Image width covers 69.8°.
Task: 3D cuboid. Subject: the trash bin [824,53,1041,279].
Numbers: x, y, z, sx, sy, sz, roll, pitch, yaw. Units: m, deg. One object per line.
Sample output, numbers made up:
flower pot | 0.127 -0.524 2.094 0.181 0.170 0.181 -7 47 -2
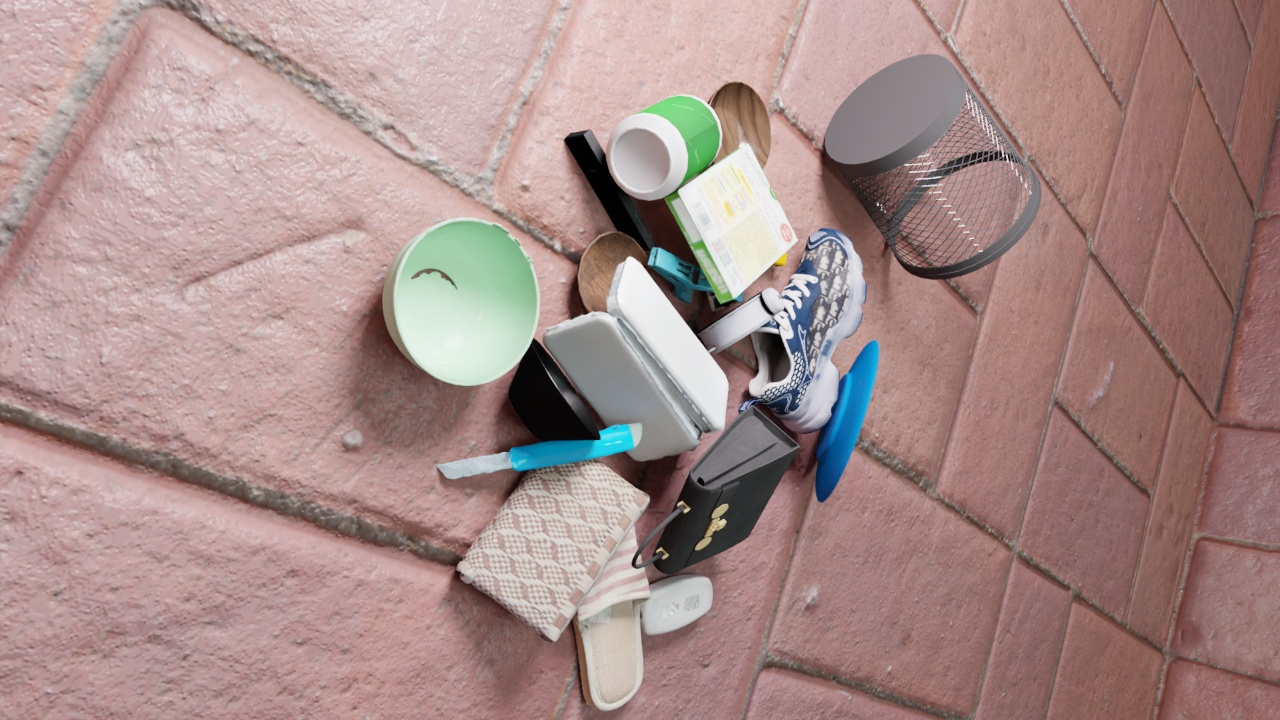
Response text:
trash bin | 0.394 -0.266 1.256 0.227 0.218 0.217 41 67 -33

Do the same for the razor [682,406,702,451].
razor | 0.030 0.042 1.064 0.116 0.047 0.088 32 73 -32

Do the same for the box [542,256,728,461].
box | 0.001 -0.002 0.990 0.210 0.129 0.104 57 30 -31

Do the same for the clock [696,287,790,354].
clock | 0.125 -0.050 1.089 0.122 0.094 0.035 -32 89 3

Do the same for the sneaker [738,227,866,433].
sneaker | 0.197 -0.047 1.176 0.132 0.103 0.269 15 87 -36

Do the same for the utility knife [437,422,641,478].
utility knife | -0.096 0.093 0.928 0.220 0.015 0.031 -7 70 -26

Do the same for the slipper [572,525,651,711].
slipper | -0.035 0.266 1.014 0.114 0.052 0.263 -16 105 -42

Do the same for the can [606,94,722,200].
can | 0.027 -0.228 0.975 0.139 0.088 0.088 -46 125 -55

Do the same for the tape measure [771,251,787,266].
tape measure | 0.159 -0.154 1.168 0.068 0.030 0.059 7 89 -45

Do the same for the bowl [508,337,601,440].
bowl | -0.096 0.042 0.918 0.052 0.124 0.124 -34 121 1

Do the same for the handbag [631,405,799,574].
handbag | 0.062 0.169 1.017 0.195 0.072 0.176 -28 150 -38

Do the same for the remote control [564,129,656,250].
remote control | -0.031 -0.180 0.986 0.013 0.034 0.150 -50 124 -28

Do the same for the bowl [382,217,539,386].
bowl | -0.173 -0.054 0.838 0.150 0.077 0.151 -5 98 -43

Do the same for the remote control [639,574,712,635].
remote control | 0.041 0.291 1.102 0.114 0.028 0.060 -8 99 -42

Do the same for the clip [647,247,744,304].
clip | 0.055 -0.090 1.055 0.122 0.120 0.033 17 80 -10

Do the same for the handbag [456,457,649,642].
handbag | -0.087 0.177 0.938 0.124 0.047 0.185 38 65 -4

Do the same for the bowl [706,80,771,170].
bowl | 0.108 -0.273 1.108 0.119 0.032 0.119 -5 97 -42

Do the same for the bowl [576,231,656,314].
bowl | -0.032 -0.084 1.000 0.101 0.026 0.114 -55 126 -23

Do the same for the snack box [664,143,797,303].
snack box | 0.107 -0.158 1.036 0.167 0.027 0.132 -41 106 -45

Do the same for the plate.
plate | 0.262 0.076 1.207 0.224 0.024 0.224 21 87 -86

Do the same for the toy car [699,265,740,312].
toy car | 0.087 -0.117 1.100 0.039 0.039 0.113 -20 109 -13
